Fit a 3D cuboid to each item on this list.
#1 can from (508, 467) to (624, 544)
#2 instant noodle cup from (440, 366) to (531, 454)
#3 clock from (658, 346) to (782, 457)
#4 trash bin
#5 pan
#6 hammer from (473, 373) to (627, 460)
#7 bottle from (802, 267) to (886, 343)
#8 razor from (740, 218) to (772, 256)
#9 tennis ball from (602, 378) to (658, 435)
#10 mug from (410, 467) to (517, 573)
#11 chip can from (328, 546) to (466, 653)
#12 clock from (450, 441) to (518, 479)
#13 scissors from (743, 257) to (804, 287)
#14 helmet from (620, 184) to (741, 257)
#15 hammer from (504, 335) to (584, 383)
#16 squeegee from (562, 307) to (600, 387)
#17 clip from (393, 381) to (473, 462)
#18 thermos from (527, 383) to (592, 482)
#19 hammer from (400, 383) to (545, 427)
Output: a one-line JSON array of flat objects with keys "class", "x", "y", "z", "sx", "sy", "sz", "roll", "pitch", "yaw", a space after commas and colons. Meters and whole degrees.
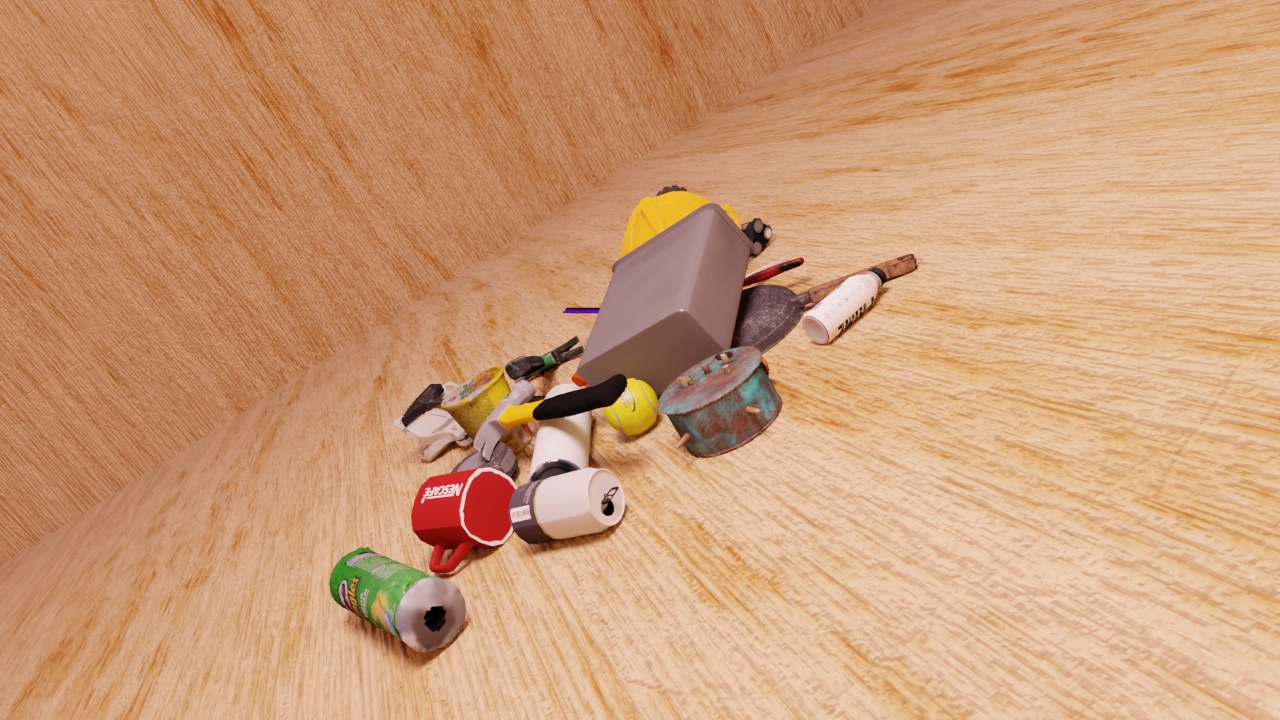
[{"class": "can", "x": -0.072, "y": 0.147, "z": 0.934, "sx": 0.128, "sy": 0.064, "sz": 0.064, "roll": -18, "pitch": 22, "yaw": 35}, {"class": "instant noodle cup", "x": -0.205, "y": 0.078, "z": 1.262, "sx": 0.102, "sy": 0.108, "sz": 0.102, "roll": -28, "pitch": 18, "yaw": 10}, {"class": "clock", "x": 0.084, "y": 0.031, "z": 0.981, "sx": 0.121, "sy": 0.073, "sz": 0.157, "roll": -26, "pitch": 18, "yaw": 17}, {"class": "trash bin", "x": 0.034, "y": -0.068, "z": 1.157, "sx": 0.192, "sy": 0.097, "sz": 0.219, "roll": -29, "pitch": 29, "yaw": 35}, {"class": "pan", "x": 0.177, "y": -0.068, "z": 1.155, "sx": 0.358, "sy": 0.040, "sz": 0.207, "roll": -24, "pitch": 19, "yaw": 27}, {"class": "hammer", "x": -0.110, "y": 0.057, "z": 1.075, "sx": 0.126, "sy": 0.029, "sz": 0.324, "roll": -52, "pitch": 18, "yaw": -26}, {"class": "bottle", "x": 0.236, "y": -0.067, "z": 1.045, "sx": 0.115, "sy": 0.041, "sz": 0.041, "roll": -39, "pitch": 19, "yaw": -22}, {"class": "razor", "x": 0.138, "y": -0.179, "z": 1.490, "sx": 0.157, "sy": 0.057, "sz": 0.060, "roll": -20, "pitch": 62, "yaw": 33}, {"class": "tennis ball", "x": -0.011, "y": 0.054, "z": 1.081, "sx": 0.065, "sy": 0.065, "sz": 0.065, "roll": -28, "pitch": 18, "yaw": 10}, {"class": "mug", "x": -0.203, "y": 0.184, "z": 1.039, "sx": 0.097, "sy": 0.080, "sz": 0.116, "roll": -14, "pitch": 53, "yaw": 42}, {"class": "chip can", "x": -0.257, "y": 0.246, "z": 0.959, "sx": 0.075, "sy": 0.075, "sz": 0.224, "roll": -41, "pitch": 20, "yaw": -28}, {"class": "clock", "x": -0.200, "y": 0.148, "z": 1.173, "sx": 0.091, "sy": 0.044, "sz": 0.122, "roll": -27, "pitch": 18, "yaw": 14}, {"class": "scissors", "x": 0.151, "y": -0.113, "z": 1.288, "sx": 0.200, "sy": 0.015, "sz": 0.178, "roll": -20, "pitch": 6, "yaw": 35}, {"class": "helmet", "x": 0.043, "y": -0.193, "z": 1.450, "sx": 0.206, "sy": 0.131, "sz": 0.254, "roll": -35, "pitch": 28, "yaw": 28}, {"class": "hammer", "x": -0.156, "y": 0.005, "z": 1.368, "sx": 0.130, "sy": 0.032, "sz": 0.318, "roll": -27, "pitch": 1, "yaw": 2}, {"class": "squeegee", "x": -0.049, "y": -0.019, "z": 1.358, "sx": 0.250, "sy": 0.055, "sz": 0.184, "roll": 2, "pitch": 34, "yaw": 30}, {"class": "clip", "x": -0.293, "y": 0.105, "z": 1.435, "sx": 0.151, "sy": 0.110, "sz": 0.126, "roll": 27, "pitch": 55, "yaw": 32}, {"class": "thermos", "x": -0.093, "y": 0.098, "z": 1.097, "sx": 0.068, "sy": 0.068, "sz": 0.229, "roll": -29, "pitch": 18, "yaw": 8}, {"class": "hammer", "x": -0.212, "y": 0.063, "z": 1.352, "sx": 0.326, "sy": 0.015, "sz": 0.094, "roll": -3, "pitch": 33, "yaw": 30}]
